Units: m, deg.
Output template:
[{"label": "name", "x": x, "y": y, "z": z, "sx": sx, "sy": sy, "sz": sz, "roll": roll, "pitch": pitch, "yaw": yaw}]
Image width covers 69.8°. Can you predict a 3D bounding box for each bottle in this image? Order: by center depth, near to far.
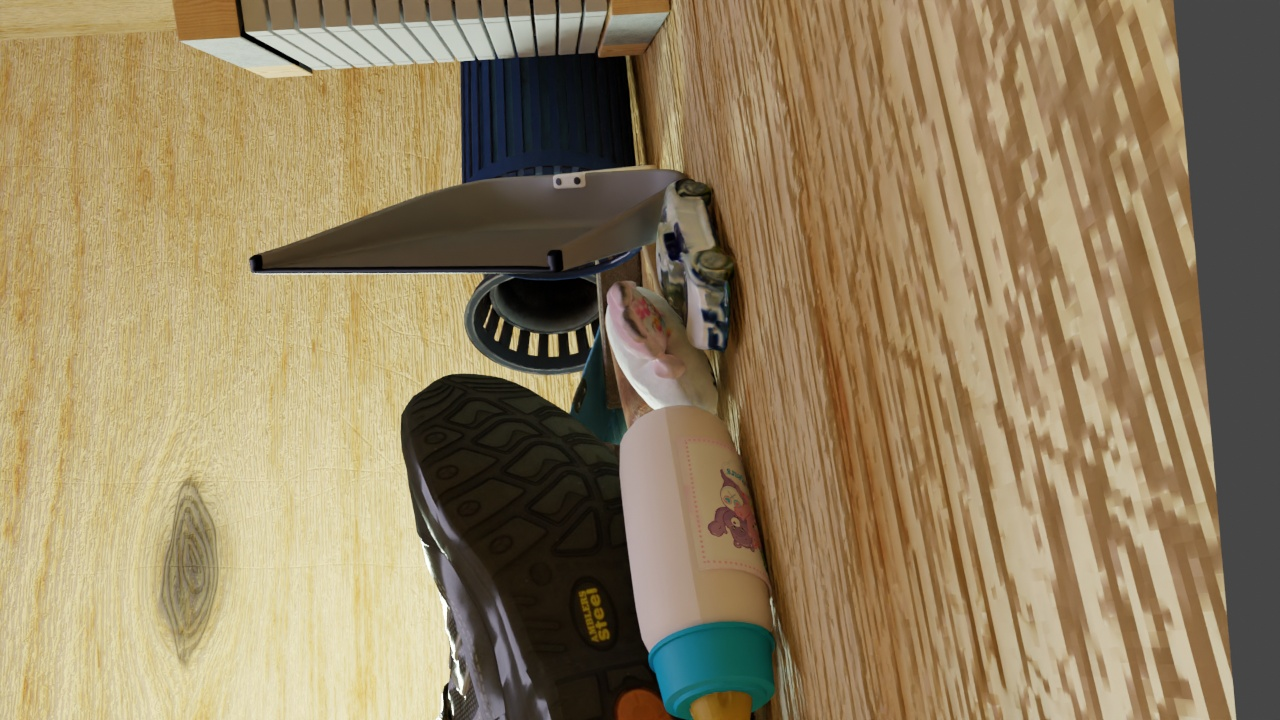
[{"label": "bottle", "x": 0.023, "y": 0.085, "z": 0.344, "sx": 0.051, "sy": 0.051, "sz": 0.146, "roll": 90, "pitch": 173, "yaw": -49}]

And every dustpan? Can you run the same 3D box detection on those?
[{"label": "dustpan", "x": -0.050, "y": -0.081, "z": 0.488, "sx": 0.256, "sy": 0.163, "sz": 0.033, "roll": -28, "pitch": -63, "yaw": -61}]

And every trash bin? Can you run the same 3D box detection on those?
[{"label": "trash bin", "x": -0.119, "y": -0.250, "z": 0.518, "sx": 0.142, "sy": 0.247, "sz": 0.142, "roll": -117, "pitch": 22, "yaw": -79}, {"label": "trash bin", "x": -0.071, "y": -0.202, "z": 0.686, "sx": 0.139, "sy": 0.139, "sz": 0.249, "roll": 96, "pitch": 169, "yaw": -69}, {"label": "trash bin", "x": -0.096, "y": -0.125, "z": 0.974, "sx": 0.164, "sy": 0.164, "sz": 0.227, "roll": 91, "pitch": 176, "yaw": -52}]

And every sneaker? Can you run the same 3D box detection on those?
[{"label": "sneaker", "x": -0.049, "y": 0.128, "z": 0.422, "sx": 0.237, "sy": 0.100, "sz": 0.143, "roll": 61, "pitch": 141, "yaw": 32}]

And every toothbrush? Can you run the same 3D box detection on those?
[{"label": "toothbrush", "x": 0.018, "y": -0.026, "z": 0.522, "sx": 0.016, "sy": 0.016, "sz": 0.166, "roll": 91, "pitch": 171, "yaw": -49}]

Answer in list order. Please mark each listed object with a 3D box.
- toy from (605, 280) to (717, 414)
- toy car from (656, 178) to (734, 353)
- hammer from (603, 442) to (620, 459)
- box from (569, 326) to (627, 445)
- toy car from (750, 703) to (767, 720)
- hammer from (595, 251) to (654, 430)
[{"label": "toy", "x": 0.010, "y": 0.000, "z": 0.414, "sx": 0.125, "sy": 0.037, "sz": 0.076, "roll": 69, "pitch": 176, "yaw": -60}, {"label": "toy car", "x": 0.021, "y": -0.040, "z": 0.385, "sx": 0.089, "sy": 0.027, "sz": 0.039, "roll": -100, "pitch": 9, "yaw": -46}, {"label": "hammer", "x": -0.008, "y": 0.080, "z": 0.556, "sx": 0.331, "sy": 0.119, "sz": 0.031, "roll": -171, "pitch": 77, "yaw": -77}, {"label": "box", "x": -0.047, "y": 0.090, "z": 0.830, "sx": 0.230, "sy": 0.033, "sz": 0.175, "roll": -74, "pitch": -17, "yaw": -46}, {"label": "toy car", "x": 0.030, "y": 0.132, "z": 0.416, "sx": 0.113, "sy": 0.040, "sz": 0.048, "roll": -167, "pitch": 72, "yaw": -67}, {"label": "hammer", "x": -0.004, "y": 0.004, "z": 0.681, "sx": 0.300, "sy": 0.037, "sz": 0.158, "roll": -108, "pitch": 14, "yaw": -72}]
